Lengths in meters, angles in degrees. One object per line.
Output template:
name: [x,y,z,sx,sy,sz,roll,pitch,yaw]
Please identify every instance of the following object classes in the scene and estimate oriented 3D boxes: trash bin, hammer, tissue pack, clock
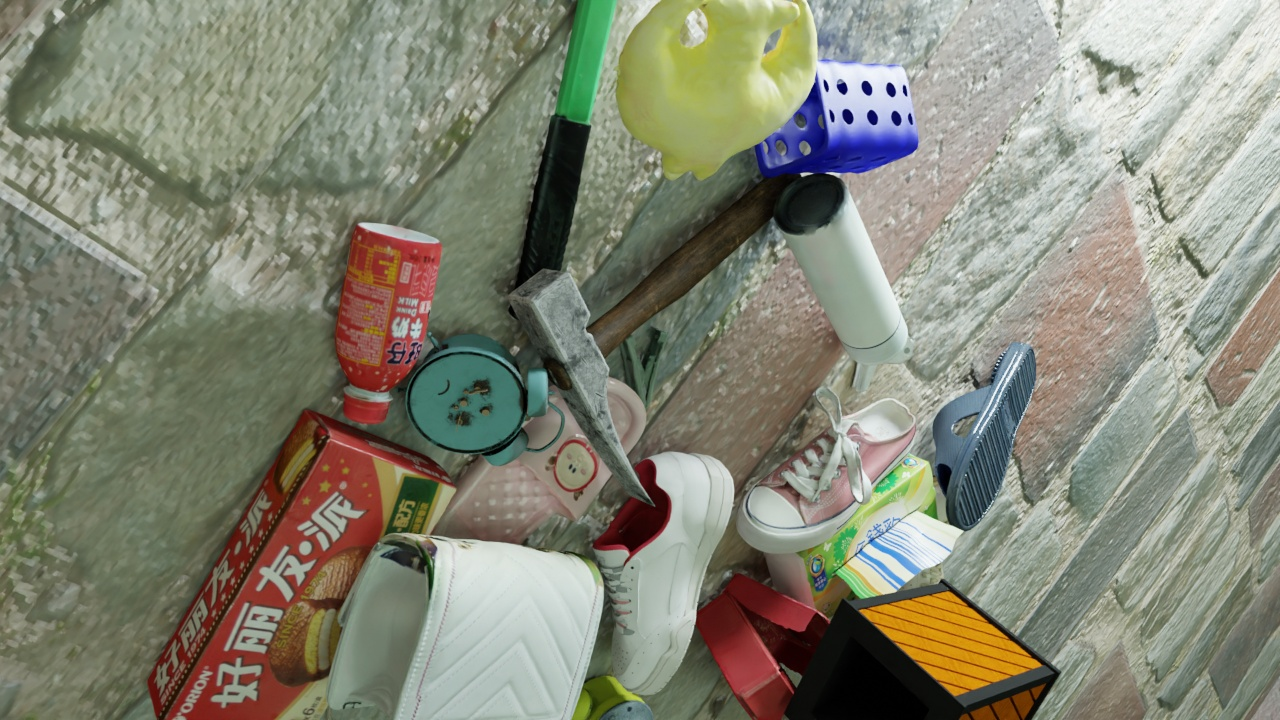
trash bin: [0.266,0.316,0.871,0.171,0.140,0.140,4,115,-41]
hammer: [-0.050,-0.183,0.691,0.130,0.032,0.319,4,107,-36]
tissue pack: [0.246,0.192,0.977,0.197,0.141,0.120,-37,125,-17]
clock: [-0.116,0.030,0.694,0.124,0.053,0.090,27,113,-18]
clock: [-0.045,0.358,0.900,0.119,0.057,0.083,6,106,-37]
hammer: [0.050,-0.045,0.782,0.299,0.037,0.218,-41,123,-25]

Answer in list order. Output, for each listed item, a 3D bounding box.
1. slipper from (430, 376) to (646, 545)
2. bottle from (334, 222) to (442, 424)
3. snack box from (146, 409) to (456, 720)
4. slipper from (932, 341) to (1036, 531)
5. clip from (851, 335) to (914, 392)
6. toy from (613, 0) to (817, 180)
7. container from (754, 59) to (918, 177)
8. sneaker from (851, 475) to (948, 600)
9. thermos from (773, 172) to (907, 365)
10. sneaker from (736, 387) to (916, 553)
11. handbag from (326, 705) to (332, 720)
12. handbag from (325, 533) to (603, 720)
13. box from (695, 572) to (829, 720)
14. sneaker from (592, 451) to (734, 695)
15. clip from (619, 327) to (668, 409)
slipper: [-0.086,0.098,0.766,0.221,0.056,0.107,-42,125,-13]
bottle: [-0.182,-0.024,0.646,0.061,0.062,0.138,5,107,-36]
snack box: [-0.248,0.164,0.678,0.113,0.060,0.236,31,90,-39]
slipper: [0.388,0.077,1.075,0.262,0.083,0.101,-54,132,-29]
clip: [0.260,-0.014,0.971,0.054,0.043,0.102,1,110,-21]
toy: [0.054,-0.205,0.690,0.170,0.064,0.155,-5,136,-29]
container: [0.165,-0.206,0.783,0.113,0.085,0.084,-8,87,-34]
sneaker: [0.327,0.258,1.084,0.088,0.102,0.241,14,100,-37]
thermos: [0.191,-0.077,0.849,0.068,0.068,0.230,-51,139,-7]
sneaker: [0.197,0.104,0.935,0.240,0.118,0.088,-33,144,-25]
handbag: [-0.176,0.304,0.801,0.197,0.062,0.175,28,92,-30]
handbag: [-0.126,0.206,0.699,0.198,0.096,0.142,24,79,-50]
box: [0.133,0.322,0.965,0.127,0.137,0.157,-48,128,-16]
sneaker: [-0.002,0.195,0.849,0.104,0.090,0.237,13,103,-28]
clip: [0.001,0.009,0.810,0.061,0.023,0.076,-8,111,-30]
